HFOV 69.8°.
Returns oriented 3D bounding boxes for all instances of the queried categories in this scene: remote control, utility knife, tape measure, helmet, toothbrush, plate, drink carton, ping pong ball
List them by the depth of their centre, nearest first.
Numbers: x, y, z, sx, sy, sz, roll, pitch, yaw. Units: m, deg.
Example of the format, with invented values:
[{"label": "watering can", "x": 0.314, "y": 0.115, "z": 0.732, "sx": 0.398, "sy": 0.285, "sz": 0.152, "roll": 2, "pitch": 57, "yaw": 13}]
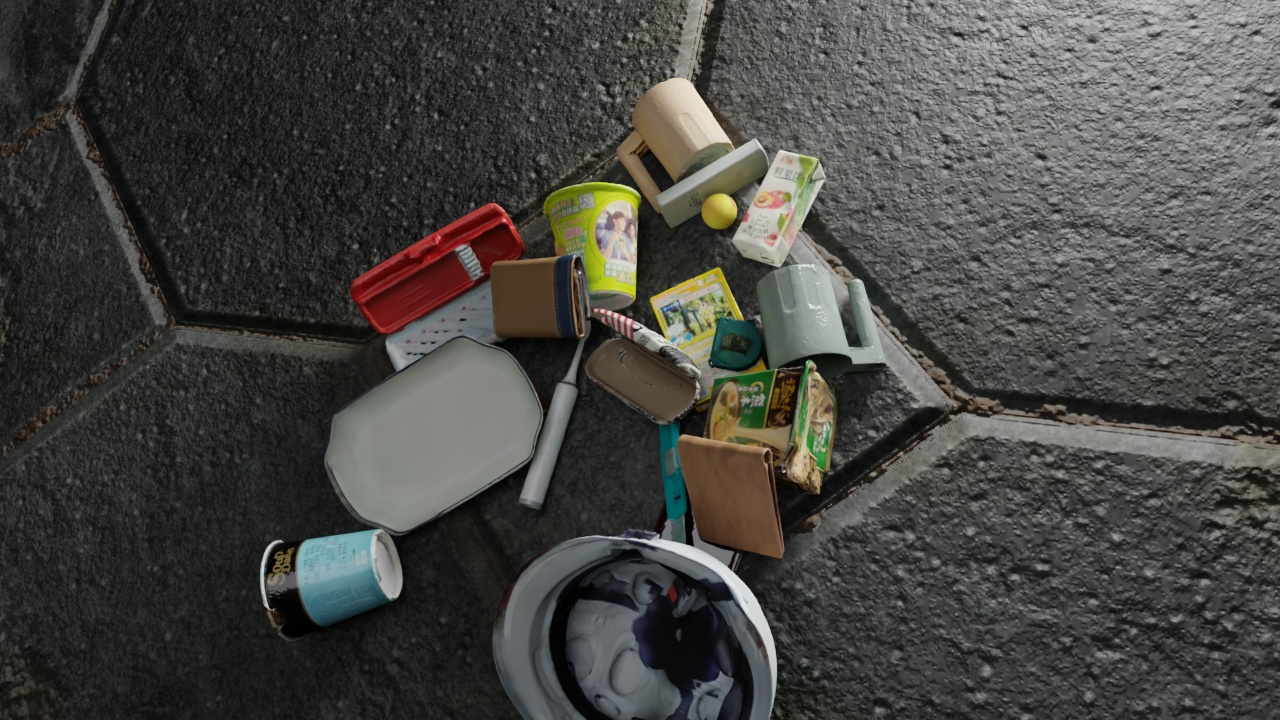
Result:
[{"label": "helmet", "x": 0.009, "y": 0.266, "z": 0.848, "sx": 0.259, "sy": 0.145, "sz": 0.229, "roll": 9, "pitch": 89, "yaw": 24}, {"label": "utility knife", "x": 0.034, "y": 0.115, "z": 0.935, "sx": 0.029, "sy": 0.013, "sz": 0.184, "roll": -35, "pitch": 37, "yaw": 26}, {"label": "tape measure", "x": 0.100, "y": -0.017, "z": 0.958, "sx": 0.054, "sy": 0.025, "sz": 0.058, "roll": 9, "pitch": 74, "yaw": 20}, {"label": "drink carton", "x": 0.155, "y": -0.168, "z": 1.019, "sx": 0.053, "sy": 0.045, "sz": 0.122, "roll": 21, "pitch": 77, "yaw": 32}, {"label": "plate", "x": -0.228, "y": 0.083, "z": 1.020, "sx": 0.266, "sy": 0.034, "sz": 0.162, "roll": -32, "pitch": 87, "yaw": 13}, {"label": "toothbrush", "x": -0.090, "y": 0.056, "z": 1.023, "sx": 0.027, "sy": 0.026, "sz": 0.220, "roll": 14, "pitch": 75, "yaw": 9}, {"label": "ping pong ball", "x": 0.089, "y": -0.169, "z": 1.042, "sx": 0.040, "sy": 0.040, "sz": 0.040, "roll": -5, "pitch": 70, "yaw": 15}, {"label": "remote control", "x": 0.083, "y": -0.202, "z": 1.047, "sx": 0.135, "sy": 0.056, "sz": 0.019, "roll": -30, "pitch": 65, "yaw": 5}]

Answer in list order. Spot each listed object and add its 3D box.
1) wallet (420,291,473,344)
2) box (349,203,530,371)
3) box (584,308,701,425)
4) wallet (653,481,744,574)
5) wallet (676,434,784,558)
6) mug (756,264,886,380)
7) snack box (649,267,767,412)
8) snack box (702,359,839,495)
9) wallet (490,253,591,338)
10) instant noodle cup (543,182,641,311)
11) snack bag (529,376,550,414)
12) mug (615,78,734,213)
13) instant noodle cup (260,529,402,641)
[{"label": "wallet", "x": -0.234, "y": -0.055, "z": 1.105, "sx": 0.131, "sy": 0.035, "sz": 0.119, "roll": 37, "pitch": 78, "yaw": 24}, {"label": "box", "x": -0.214, "y": -0.074, "z": 1.057, "sx": 0.201, "sy": 0.069, "sz": 0.157, "roll": -30, "pitch": 95, "yaw": -3}, {"label": "box", "x": -0.006, "y": 0.006, "z": 0.975, "sx": 0.162, "sy": 0.075, "sz": 0.086, "roll": 28, "pitch": 93, "yaw": 42}, {"label": "wallet", "x": 0.058, "y": 0.186, "z": 0.938, "sx": 0.096, "sy": 0.020, "sz": 0.122, "roll": 18, "pitch": 76, "yaw": 16}, {"label": "wallet", "x": 0.087, "y": 0.129, "z": 0.878, "sx": 0.101, "sy": 0.115, "sz": 0.020, "roll": 7, "pitch": 27, "yaw": 41}, {"label": "mug", "x": 0.186, "y": -0.037, "z": 0.953, "sx": 0.124, "sy": 0.084, "sz": 0.103, "roll": -3, "pitch": 67, "yaw": -13}, {"label": "snack box", "x": 0.075, "y": -0.024, "z": 1.000, "sx": 0.087, "sy": 0.034, "sz": 0.140, "roll": -25, "pitch": 68, "yaw": 7}, {"label": "snack box", "x": 0.127, "y": 0.065, "z": 0.915, "sx": 0.106, "sy": 0.118, "sz": 0.117, "roll": 4, "pitch": 72, "yaw": 28}, {"label": "wallet", "x": -0.111, "y": -0.067, "z": 0.998, "sx": 0.115, "sy": 0.033, "sz": 0.090, "roll": -1, "pitch": 96, "yaw": 30}, {"label": "instant noodle cup", "x": -0.050, "y": -0.122, "z": 1.036, "sx": 0.112, "sy": 0.111, "sz": 0.123, "roll": -8, "pitch": 76, "yaw": 14}, {"label": "snack bag", "x": -0.154, "y": 0.063, "z": 1.039, "sx": 0.105, "sy": 0.026, "sz": 0.045, "roll": -32, "pitch": 74, "yaw": 4}, {"label": "mug", "x": 0.037, "y": -0.248, "z": 1.071, "sx": 0.125, "sy": 0.084, "sz": 0.103, "roll": -43, "pitch": 64, "yaw": 26}, {"label": "instant noodle cup", "x": -0.328, "y": 0.236, "z": 0.992, "sx": 0.120, "sy": 0.111, "sz": 0.111, "roll": -14, "pitch": 67, "yaw": 3}]
